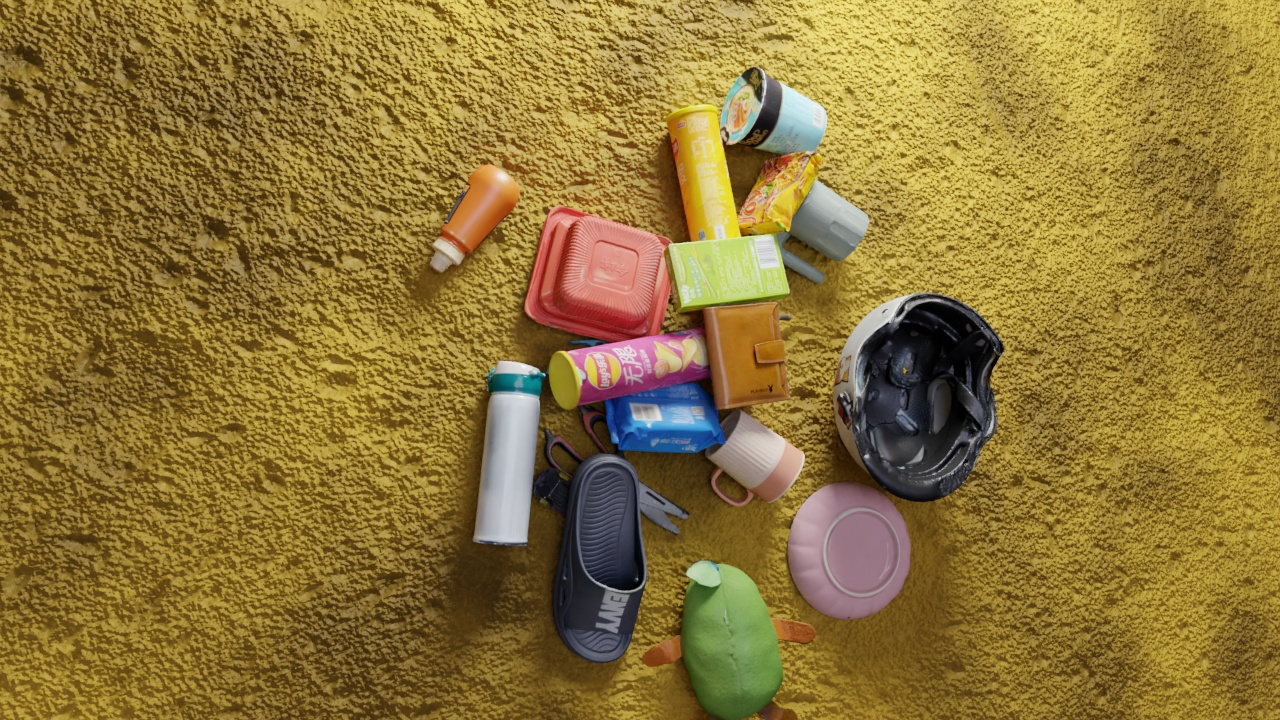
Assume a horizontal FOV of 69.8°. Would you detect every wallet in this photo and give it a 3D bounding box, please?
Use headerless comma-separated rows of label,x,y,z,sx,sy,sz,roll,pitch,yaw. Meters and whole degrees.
wallet,0.141,-0.008,1.179,0.119,0.035,0.130,-7,88,-19

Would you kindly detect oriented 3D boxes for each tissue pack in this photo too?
tissue pack,0.030,0.074,1.187,0.157,0.052,0.094,2,43,-16

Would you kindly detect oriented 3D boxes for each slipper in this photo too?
slipper,-0.046,0.251,1.128,0.110,0.083,0.268,2,96,-15

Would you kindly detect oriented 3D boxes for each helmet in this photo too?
helmet,0.357,0.043,1.258,0.230,0.157,0.274,7,92,-19

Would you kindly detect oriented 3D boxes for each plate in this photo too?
plate,0.299,0.265,1.275,0.192,0.039,0.192,2,83,-18

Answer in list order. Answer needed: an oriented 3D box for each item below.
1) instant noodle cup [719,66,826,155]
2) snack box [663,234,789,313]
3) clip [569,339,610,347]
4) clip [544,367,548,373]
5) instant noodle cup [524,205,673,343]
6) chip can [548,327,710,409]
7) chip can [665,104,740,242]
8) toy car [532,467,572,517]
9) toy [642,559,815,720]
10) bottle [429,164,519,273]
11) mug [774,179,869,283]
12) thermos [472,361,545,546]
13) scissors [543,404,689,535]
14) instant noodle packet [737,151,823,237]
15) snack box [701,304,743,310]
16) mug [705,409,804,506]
instant noodle cup,0.189,-0.335,1.280,0.120,0.111,0.111,14,80,-25
snack box,0.111,-0.114,1.185,0.156,0.026,0.085,-9,80,-20
clip,-0.064,-0.016,1.205,0.054,0.013,0.033,-17,89,-17
clip,-0.105,0.010,1.165,0.042,0.058,0.026,43,78,-7
instant noodle cup,-0.042,-0.111,1.187,0.188,0.079,0.164,14,77,-15
chip can,-0.007,0.007,1.152,0.210,0.072,0.071,-12,87,-31
chip can,0.089,-0.234,1.246,0.072,0.072,0.213,-10,87,-19
toy car,-0.089,0.175,1.163,0.106,0.031,0.049,35,87,-19
toy,0.116,0.376,1.179,0.227,0.090,0.246,-8,83,-8
bottle,-0.215,-0.173,1.152,0.067,0.067,0.149,36,82,-11
mug,0.245,-0.181,1.295,0.103,0.083,0.124,29,103,-14
thermos,-0.164,0.113,1.132,0.073,0.073,0.224,7,81,-17
scissors,-0.024,0.142,1.198,0.201,0.015,0.206,-3,85,-18
instant noodle packet,0.184,-0.224,1.255,0.044,0.111,0.128,34,74,-26
snack box,0.132,-0.016,1.233,0.026,0.075,0.153,-21,91,-23
mug,0.141,0.138,1.225,0.106,0.081,0.115,36,104,-9
